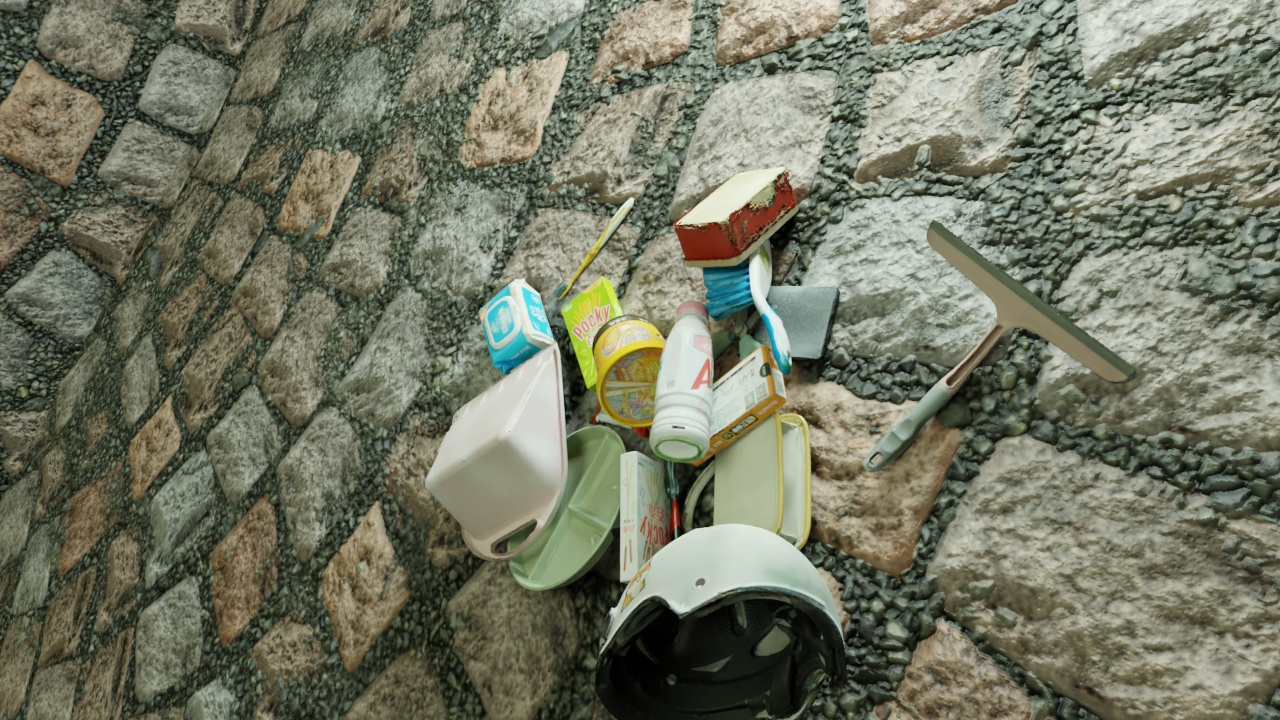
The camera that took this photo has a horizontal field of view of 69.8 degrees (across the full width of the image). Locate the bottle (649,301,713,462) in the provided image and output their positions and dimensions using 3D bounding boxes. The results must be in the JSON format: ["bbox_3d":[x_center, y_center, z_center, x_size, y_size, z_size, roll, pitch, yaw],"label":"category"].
[{"bbox_3d":[0.053,0.019,1.069,0.068,0.068,0.196,-17,50,33],"label":"bottle"}]

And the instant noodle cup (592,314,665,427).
[{"bbox_3d":[-0.007,0.007,1.180,0.118,0.118,0.114,-46,30,13],"label":"instant noodle cup"}]

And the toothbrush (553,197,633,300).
[{"bbox_3d":[-0.071,-0.169,1.384,0.191,0.018,0.016,-52,49,8],"label":"toothbrush"}]

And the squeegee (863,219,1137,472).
[{"bbox_3d":[0.322,0.024,0.961,0.247,0.040,0.250,46,107,25],"label":"squeegee"}]

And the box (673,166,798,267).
[{"bbox_3d":[0.120,-0.187,1.140,0.091,0.076,0.167,3,34,40],"label":"box"}]

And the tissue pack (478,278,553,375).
[{"bbox_3d":[-0.193,-0.051,1.398,0.090,0.063,0.140,-37,51,21],"label":"tissue pack"}]

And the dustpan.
[{"bbox_3d":[-0.182,0.138,1.282,0.223,0.139,0.272,-32,21,30],"label":"dustpan"}]

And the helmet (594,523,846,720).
[{"bbox_3d":[0.079,0.265,0.941,0.275,0.230,0.156,-55,17,39],"label":"helmet"}]

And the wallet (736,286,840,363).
[{"bbox_3d":[0.180,-0.047,1.124,0.121,0.019,0.097,4,72,39],"label":"wallet"}]

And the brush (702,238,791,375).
[{"bbox_3d":[0.127,-0.070,1.080,0.110,0.060,0.313,-17,32,22],"label":"brush"}]

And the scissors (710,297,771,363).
[{"bbox_3d":[0.113,0.004,1.124,0.171,0.019,0.181,-48,34,22],"label":"scissors"}]

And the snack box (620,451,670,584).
[{"bbox_3d":[0.008,0.195,1.105,0.027,0.084,0.156,-16,61,29],"label":"snack box"}]

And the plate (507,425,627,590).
[{"bbox_3d":[-0.091,0.192,1.191,0.231,0.027,0.229,-35,36,30],"label":"plate"}]

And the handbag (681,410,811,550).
[{"bbox_3d":[0.117,0.149,1.066,0.179,0.063,0.163,-24,55,47],"label":"handbag"}]

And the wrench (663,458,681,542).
[{"bbox_3d":[0.044,0.217,1.088,0.056,0.016,0.273,121,148,-70],"label":"wrench"}]

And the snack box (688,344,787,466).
[{"bbox_3d":[0.102,0.054,1.057,0.154,0.026,0.075,-41,35,36],"label":"snack box"}]

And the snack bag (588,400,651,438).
[{"bbox_3d":[-0.023,0.074,1.227,0.104,0.026,0.048,6,65,42],"label":"snack bag"}]

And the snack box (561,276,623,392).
[{"bbox_3d":[-0.058,-0.038,1.308,0.086,0.026,0.156,-36,51,20],"label":"snack box"}]
